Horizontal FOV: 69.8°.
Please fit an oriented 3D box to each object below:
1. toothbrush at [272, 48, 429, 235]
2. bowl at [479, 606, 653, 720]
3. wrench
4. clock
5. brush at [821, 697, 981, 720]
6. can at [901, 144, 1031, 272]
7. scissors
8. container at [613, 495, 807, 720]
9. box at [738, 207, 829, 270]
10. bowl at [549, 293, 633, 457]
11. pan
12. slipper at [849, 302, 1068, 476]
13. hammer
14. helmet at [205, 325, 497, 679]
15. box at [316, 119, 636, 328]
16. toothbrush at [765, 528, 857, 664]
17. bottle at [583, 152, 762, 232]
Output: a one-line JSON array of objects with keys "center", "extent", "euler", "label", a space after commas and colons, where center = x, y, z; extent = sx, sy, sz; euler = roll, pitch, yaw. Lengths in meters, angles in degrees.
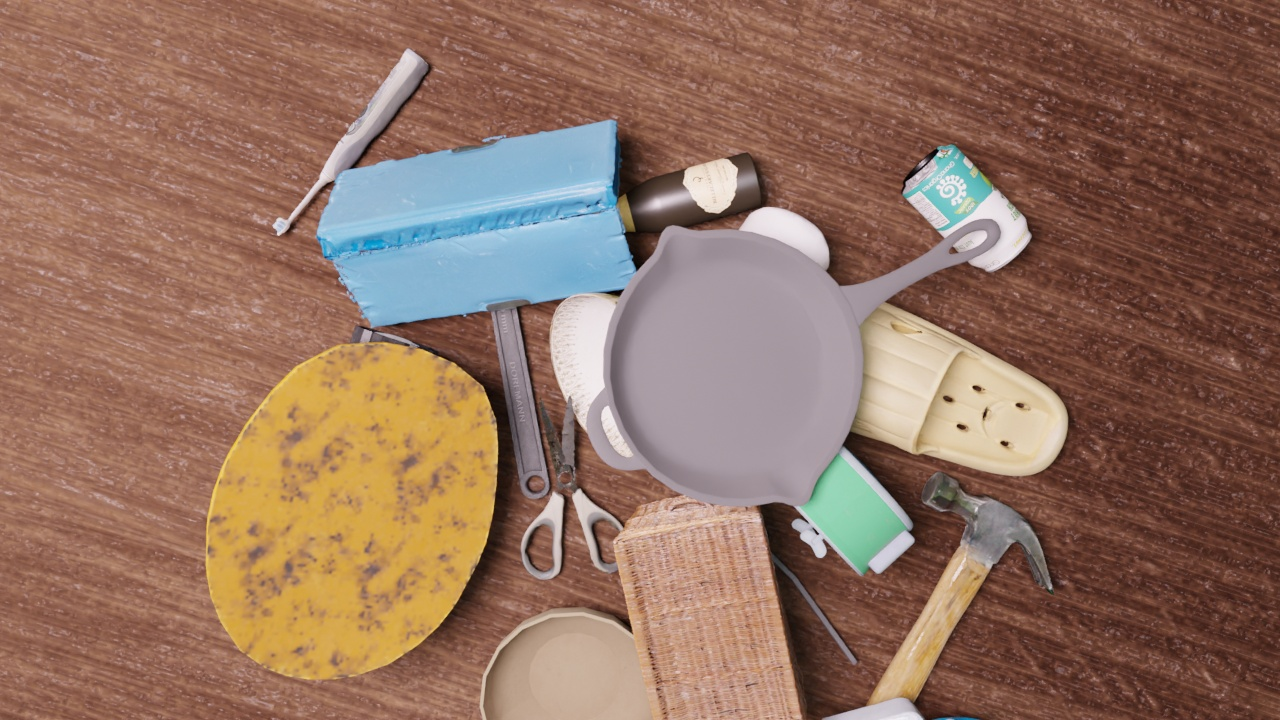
[{"center": [-0.237, -0.173, 0.746], "extent": [0.185, 0.022, 0.024], "euler": [-50, 130, 4], "label": "toothbrush"}, {"center": [-0.057, 0.278, 0.780], "extent": [0.152, 0.050, 0.152], "euler": [0, 96, -1], "label": "bowl"}, {"center": [-0.109, -0.017, 0.767], "extent": [0.073, 0.018, 0.273], "euler": [-9, 97, -1], "label": "wrench"}, {"center": [0.136, 0.095, 0.730], "extent": [0.075, 0.122, 0.161], "euler": [-43, 89, 2], "label": "clock"}, {"center": [0.222, 0.317, 0.756], "extent": [0.136, 0.055, 0.075], "euler": [-16, 101, 1], "label": "brush"}, {"center": [0.263, -0.122, 0.741], "extent": [0.101, 0.055, 0.055], "euler": [44, 93, -5], "label": "can"}, {"center": [-0.054, 0.114, 0.775], "extent": [0.150, 0.012, 0.165], "euler": [28, 100, -8], "label": "scissors"}, {"center": [0.060, 0.204, 0.735], "extent": [0.114, 0.112, 0.198], "euler": [-12, 96, 10], "label": "container"}, {"center": [0.080, -0.037, 0.742], "extent": [0.084, 0.136, 0.146], "euler": [37, 70, 1], "label": "box"}, {"center": [-0.004, 0.004, 0.731], "extent": [0.063, 0.145, 0.145], "euler": [-27, 97, -36], "label": "bowl"}, {"center": [0.119, -0.023, 0.668], "extent": [0.354, 0.024, 0.216], "euler": [-27, 95, -14], "label": "pan"}, {"center": [0.235, 0.023, 0.746], "extent": [0.261, 0.079, 0.111], "euler": [21, 92, -3], "label": "slipper"}, {"center": [0.235, 0.269, 0.795], "extent": [0.132, 0.033, 0.330], "euler": [27, 96, -4], "label": "hammer"}, {"center": [-0.233, 0.102, 0.718], "extent": [0.205, 0.131, 0.255], "euler": [19, 90, -34], "label": "helmet"}, {"center": [-0.120, -0.103, 0.726], "extent": [0.232, 0.094, 0.112], "euler": [-9, 136, 8], "label": "box"}, {"center": [0.138, 0.198, 0.794], "extent": [0.013, 0.013, 0.167], "euler": [-36, 95, -5], "label": "toothbrush"}, {"center": [0.004, -0.123, 0.742], "extent": [0.184, 0.045, 0.045], "euler": [-15, 96, 3], "label": "bottle"}]
